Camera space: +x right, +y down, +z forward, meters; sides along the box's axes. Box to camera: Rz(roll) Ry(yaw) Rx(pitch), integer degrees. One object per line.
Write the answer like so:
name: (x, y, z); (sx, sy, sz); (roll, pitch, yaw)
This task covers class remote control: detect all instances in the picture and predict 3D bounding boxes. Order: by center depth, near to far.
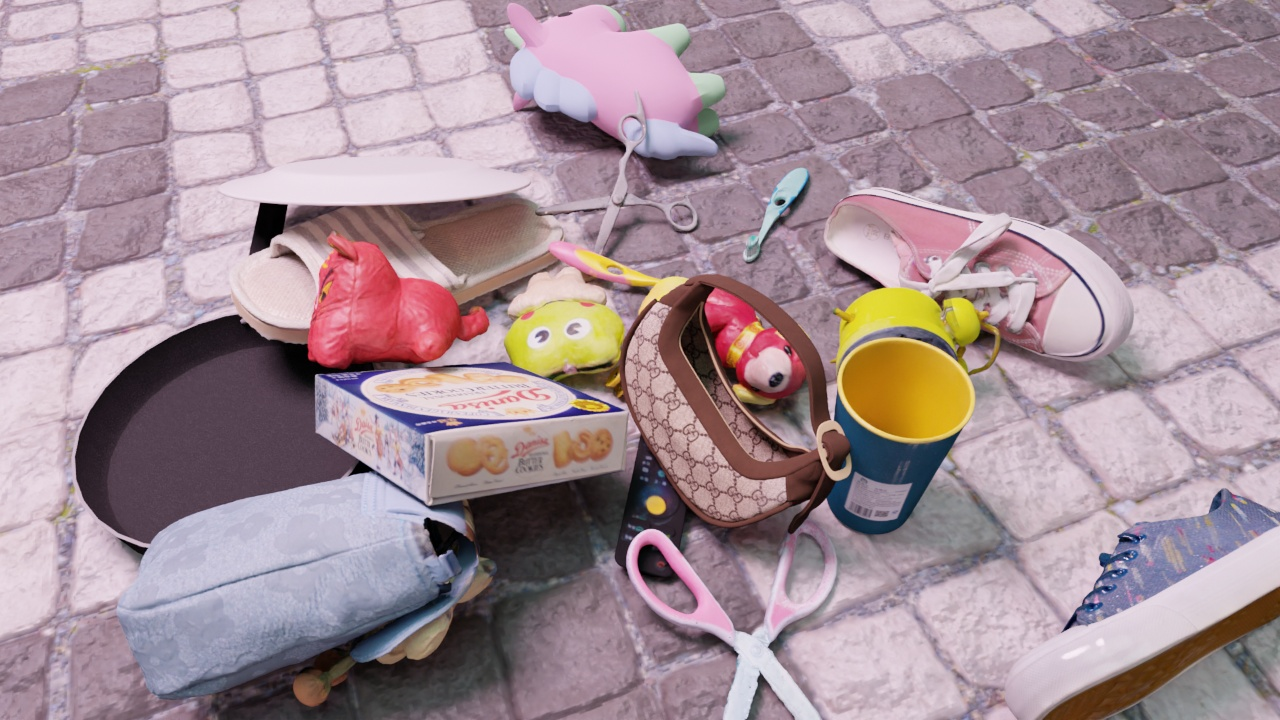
remote control: (0.014, 0.076, 0.626); (0.041, 0.020, 0.151); (15, 52, -3)

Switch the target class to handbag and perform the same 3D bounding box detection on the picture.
handbag: (-0.180, 0.131, 0.522); (0.191, 0.119, 0.122); (-17, 17, -13)
handbag: (0.060, 0.027, 0.573); (0.063, 0.139, 0.166); (-18, 67, -36)

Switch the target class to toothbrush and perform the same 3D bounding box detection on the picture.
toothbrush: (-0.013, -0.070, 0.744); (0.135, 0.016, 0.021); (20, 58, 10)
toothbrush: (0.119, -0.133, 0.803); (0.022, 0.017, 0.134); (19, 53, 21)

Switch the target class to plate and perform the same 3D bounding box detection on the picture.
plate: (-0.211, -0.150, 0.743); (0.242, 0.016, 0.242); (0, 18, 0)

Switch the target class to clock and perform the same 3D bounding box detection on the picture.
clock: (0.195, -0.007, 0.654); (0.119, 0.083, 0.056); (3, 43, 7)

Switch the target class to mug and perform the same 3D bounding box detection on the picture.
mug: (0.154, 0.055, 0.575); (0.078, 0.122, 0.078); (0, 49, 0)

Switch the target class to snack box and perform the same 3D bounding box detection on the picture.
snack box: (-0.106, 0.038, 0.574); (0.144, 0.043, 0.145); (-4, 15, -43)

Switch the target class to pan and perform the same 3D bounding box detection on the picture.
pan: (-0.289, -0.007, 0.688); (0.204, 0.044, 0.355); (-6, 50, -4)

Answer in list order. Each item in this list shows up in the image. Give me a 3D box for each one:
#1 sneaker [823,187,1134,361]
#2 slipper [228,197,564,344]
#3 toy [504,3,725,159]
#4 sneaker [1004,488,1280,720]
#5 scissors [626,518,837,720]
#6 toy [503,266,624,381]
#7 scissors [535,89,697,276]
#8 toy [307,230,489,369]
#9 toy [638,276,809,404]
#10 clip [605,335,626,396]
sneaker: (0.239, -0.064, 0.690); (0.241, 0.118, 0.087); (28, 35, 29)
slipper: (-0.176, -0.084, 0.715); (0.271, 0.054, 0.114); (-20, 58, -35)
toy: (-0.026, -0.254, 0.856); (0.171, 0.120, 0.222); (-19, 60, -17)
sneaker: (0.298, 0.134, 0.534); (0.235, 0.088, 0.079); (-19, 47, -18)
scissors: (0.074, 0.155, 0.557); (0.168, 0.014, 0.170); (-27, 59, -28)
toy: (-0.060, -0.031, 0.703); (0.092, 0.043, 0.117); (-13, 46, 3)
scissors: (-0.016, -0.151, 0.784); (0.141, 0.014, 0.174); (10, 80, -17)
toy: (-0.160, -0.042, 0.626); (0.132, 0.094, 0.088); (-2, 2, -34)
toy: (0.064, -0.019, 0.680); (0.137, 0.067, 0.105); (32, 33, 23)
clip: (-0.002, 0.004, 0.678); (0.045, 0.048, 0.054); (4, 10, -16)
